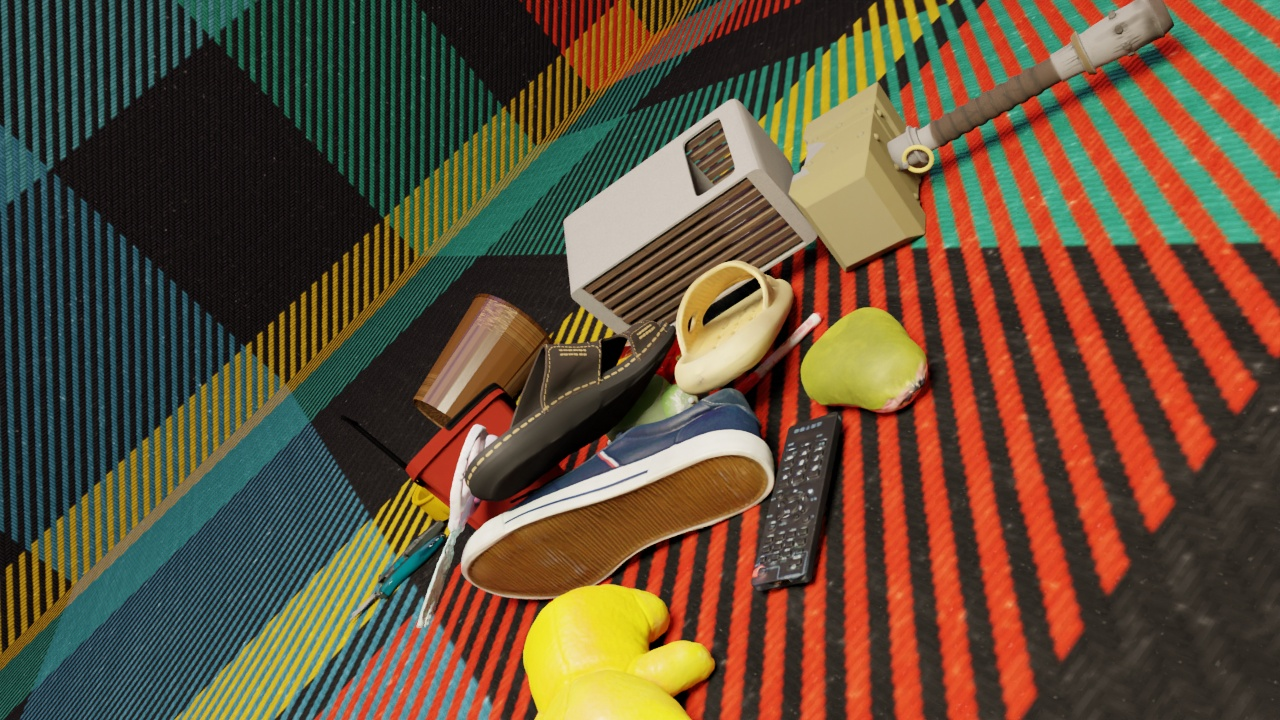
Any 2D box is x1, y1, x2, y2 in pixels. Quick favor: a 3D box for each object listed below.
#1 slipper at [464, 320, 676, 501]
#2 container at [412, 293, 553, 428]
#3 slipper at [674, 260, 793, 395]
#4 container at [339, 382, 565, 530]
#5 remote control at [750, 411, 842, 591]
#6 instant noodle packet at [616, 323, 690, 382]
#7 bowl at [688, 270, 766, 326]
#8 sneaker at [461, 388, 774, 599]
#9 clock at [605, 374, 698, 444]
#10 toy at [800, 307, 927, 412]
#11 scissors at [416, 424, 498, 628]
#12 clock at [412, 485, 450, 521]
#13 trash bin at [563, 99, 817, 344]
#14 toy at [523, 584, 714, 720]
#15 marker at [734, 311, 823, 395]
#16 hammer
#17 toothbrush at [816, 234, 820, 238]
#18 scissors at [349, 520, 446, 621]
[{"bbox_3d":[-0.062,0.029,0.798,0.267,0.076,0.113,-36,-17,-45],"label":"slipper"},{"bbox_3d":[-0.217,0.015,1.243,0.132,0.132,0.167,-2,50,58],"label":"container"},{"bbox_3d":[0.073,-0.041,0.840,0.111,0.079,0.260,-34,7,20],"label":"slipper"},{"bbox_3d":[-0.170,0.081,0.886,0.127,0.201,0.148,-46,-8,-9],"label":"container"},{"bbox_3d":[0.116,0.100,0.656,0.047,0.022,0.149,-23,30,38],"label":"remote control"},{"bbox_3d":[-0.006,0.006,1.011,0.136,0.039,0.098,-22,26,41],"label":"instant noodle packet"},{"bbox_3d":[0.078,-0.089,1.024,0.114,0.061,0.114,-35,24,18],"label":"bowl"},{"bbox_3d":[-0.026,0.106,0.772,0.295,0.120,0.127,-30,37,20],"label":"sneaker"},{"bbox_3d":[0.006,0.057,0.891,0.094,0.042,0.119,-47,23,-11],"label":"clock"},{"bbox_3d":[0.172,0.004,0.701,0.090,0.051,0.110,-44,24,1],"label":"toy"},{"bbox_3d":[-0.154,0.135,0.743,0.103,0.016,0.178,88,-159,-68],"label":"scissors"},{"bbox_3d":[-0.214,0.139,1.096,0.113,0.052,0.152,-53,20,-27],"label":"clock"},{"bbox_3d":[0.045,-0.135,0.942,0.229,0.114,0.114,-32,44,23],"label":"trash bin"},{"bbox_3d":[-0.022,0.218,0.577,0.134,0.087,0.193,-34,22,8],"label":"toy"},{"bbox_3d":[0.116,0.005,0.846,0.142,0.013,0.013,-43,22,-5],"label":"marker"},{"bbox_3d":[0.309,-0.228,0.842,0.326,0.100,0.189,-26,26,33],"label":"hammer"},{"bbox_3d":[0.189,-0.180,1.066,0.016,0.016,0.189,-35,22,14],"label":"toothbrush"},{"bbox_3d":[-0.274,0.240,1.046,0.142,0.019,0.127,-27,26,37],"label":"scissors"}]
